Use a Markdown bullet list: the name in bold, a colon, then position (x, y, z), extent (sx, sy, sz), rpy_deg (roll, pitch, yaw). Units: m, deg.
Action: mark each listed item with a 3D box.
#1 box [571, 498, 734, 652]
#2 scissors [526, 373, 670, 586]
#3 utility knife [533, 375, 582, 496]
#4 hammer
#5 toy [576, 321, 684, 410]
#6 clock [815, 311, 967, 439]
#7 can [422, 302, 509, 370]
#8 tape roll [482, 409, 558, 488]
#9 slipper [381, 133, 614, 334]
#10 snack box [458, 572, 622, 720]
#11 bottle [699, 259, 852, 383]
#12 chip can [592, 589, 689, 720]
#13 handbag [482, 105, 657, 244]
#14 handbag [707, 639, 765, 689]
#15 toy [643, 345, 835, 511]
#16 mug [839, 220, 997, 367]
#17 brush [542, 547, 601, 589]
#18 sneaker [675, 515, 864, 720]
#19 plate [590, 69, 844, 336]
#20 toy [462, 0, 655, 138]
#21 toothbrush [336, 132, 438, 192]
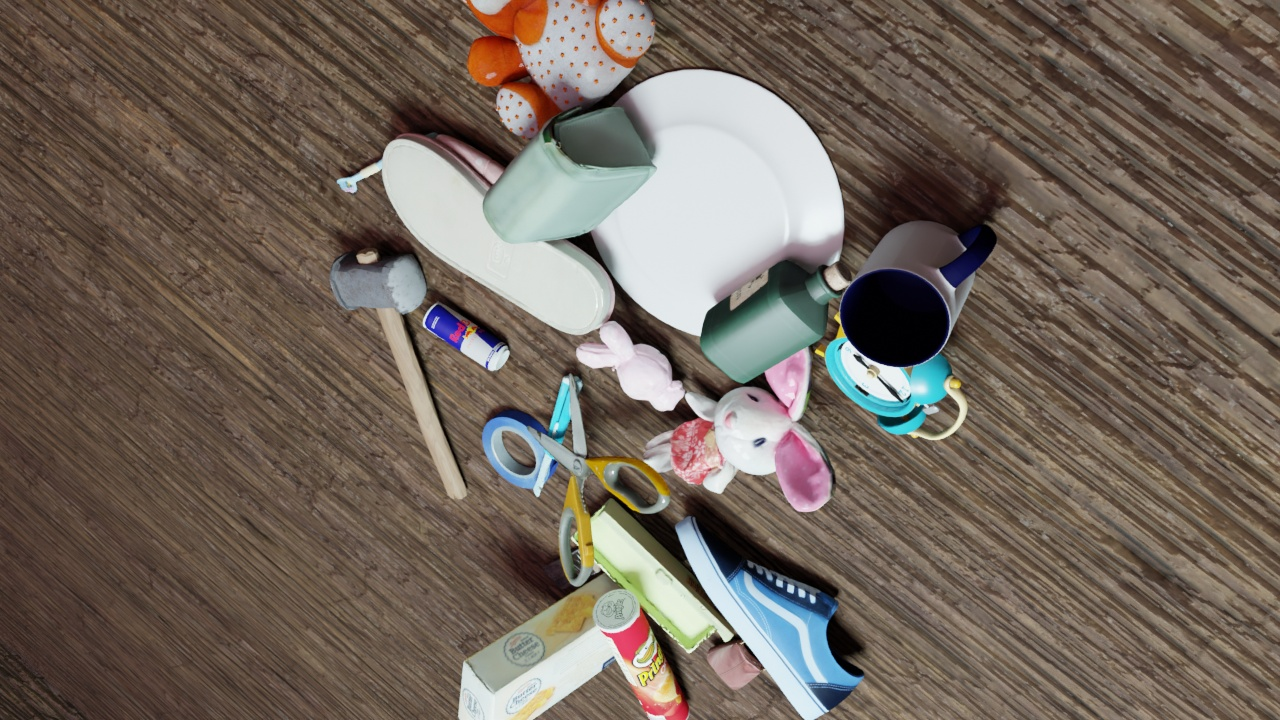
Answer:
- **box**: position (0.020, 0.227, 0.990), extent (0.188, 0.066, 0.128), rpy_deg (43, 152, 3)
- **scissors**: position (-0.053, 0.131, 0.927), extent (0.225, 0.016, 0.230), rpy_deg (25, 114, 44)
- **utility knife**: position (-0.090, 0.084, 0.984), extent (0.022, 0.015, 0.162), rpy_deg (28, 120, 17)
- **hammer**: position (-0.258, 0.024, 1.049), extent (0.098, 0.052, 0.329), rpy_deg (5, 123, 29)
- **toy**: position (-0.005, 0.005, 0.869), extent (0.110, 0.047, 0.064), rpy_deg (35, 145, -24)
- **clock**: position (0.205, 0.014, 0.748), extent (0.129, 0.043, 0.099), rpy_deg (39, 154, 15)
- **can**: position (-0.185, -0.025, 0.978), extent (0.095, 0.032, 0.032), rpy_deg (32, 129, 11)
- **tape roll**: position (-0.136, 0.101, 1.036), extent (0.093, 0.016, 0.092), rpy_deg (43, 131, 2)
- **slipper**: position (-0.133, -0.124, 0.873), extent (0.274, 0.054, 0.114), rpy_deg (38, 130, 10)
- **snack box**: position (-0.103, 0.334, 1.032), extent (0.057, 0.207, 0.104), rpy_deg (36, 133, 32)
- **bottle**: position (0.116, -0.040, 0.753), extent (0.061, 0.061, 0.132), rpy_deg (39, 131, -21)
- **chip can**: position (0.005, 0.347, 1.047), extent (0.052, 0.051, 0.215), rpy_deg (3, 133, 30)
- **handbag**: position (-0.062, -0.155, 0.764), extent (0.122, 0.105, 0.067), rpy_deg (-33, 80, 48)
- **handbag**: position (0.130, 0.318, 1.006), extent (0.055, 0.029, 0.120), rpy_deg (49, 125, -1)
- **toy**: position (0.088, 0.067, 0.836), extent (0.195, 0.084, 0.159), rpy_deg (-17, 70, 42)
- **mug**: position (0.211, -0.059, 0.676), extent (0.078, 0.096, 0.112), rpy_deg (49, 131, -3)
- **brush**: position (-0.061, 0.234, 1.075), extent (0.039, 0.012, 0.152), rpy_deg (50, 129, -4)
- **sneaker**: position (0.138, 0.242, 0.936), extent (0.098, 0.083, 0.241), rpy_deg (-38, 87, 5)
- **plate**: position (0.053, -0.124, 0.785), extent (0.243, 0.016, 0.243), rpy_deg (15, 125, 23)
- **toy**: position (-0.082, -0.280, 0.722), extent (0.164, 0.092, 0.172), rpy_deg (-30, 98, 41)
- **toothbrush**: position (-0.255, -0.200, 0.925), extent (0.155, 0.016, 0.022), rpy_deg (-14, 142, 37)
